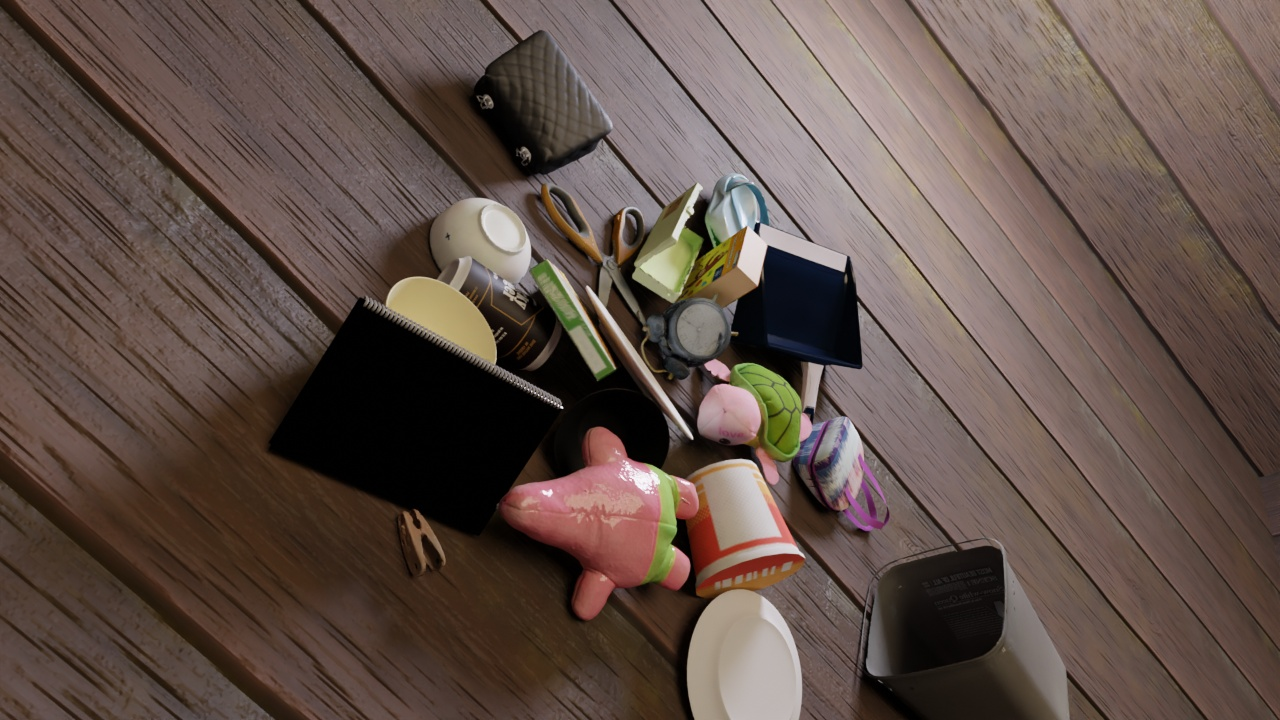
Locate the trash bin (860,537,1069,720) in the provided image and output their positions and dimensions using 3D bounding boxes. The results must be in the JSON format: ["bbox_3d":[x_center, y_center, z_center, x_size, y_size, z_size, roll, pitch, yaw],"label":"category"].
[{"bbox_3d":[0.433,0.388,1.194,0.220,0.198,0.196,50,37,-19],"label":"trash bin"}]

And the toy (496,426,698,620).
[{"bbox_3d":[-0.041,0.158,0.905,0.236,0.097,0.191,17,72,-40],"label":"toy"}]

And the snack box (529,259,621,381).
[{"bbox_3d":[-0.067,-0.041,0.997,0.132,0.027,0.168,58,1,0],"label":"snack box"}]

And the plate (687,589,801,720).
[{"bbox_3d":[0.123,0.344,0.996,0.188,0.016,0.188,18,63,-39],"label":"plate"}]

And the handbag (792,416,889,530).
[{"bbox_3d":[0.294,0.171,1.289,0.170,0.068,0.144,51,46,-19],"label":"handbag"}]

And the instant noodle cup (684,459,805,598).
[{"bbox_3d":[0.105,0.187,1.036,0.123,0.124,0.121,13,48,-41],"label":"instant noodle cup"}]

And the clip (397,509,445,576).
[{"bbox_3d":[-0.191,0.160,0.807,0.044,0.025,0.062,13,53,-42],"label":"clip"}]

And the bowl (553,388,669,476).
[{"bbox_3d":[-0.035,0.081,0.983,0.124,0.124,0.052,40,5,-21],"label":"bowl"}]

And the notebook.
[{"bbox_3d":[-0.189,0.054,0.801,0.206,0.149,0.016,31,6,-30],"label":"notebook"}]

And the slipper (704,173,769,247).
[{"bbox_3d":[0.149,-0.208,1.341,0.244,0.074,0.104,-62,133,-61],"label":"slipper"}]

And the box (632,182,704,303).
[{"bbox_3d":[0.050,-0.148,1.206,0.083,0.092,0.187,51,32,-18],"label":"box"}]

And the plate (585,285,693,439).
[{"bbox_3d":[-0.006,0.006,1.031,0.208,0.015,0.208,55,2,-3],"label":"plate"}]

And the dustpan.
[{"bbox_3d":[0.241,-0.039,1.335,0.236,0.080,0.273,11,93,-42],"label":"dustpan"}]

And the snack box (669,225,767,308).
[{"bbox_3d":[0.102,-0.109,1.215,0.040,0.126,0.088,40,42,-20],"label":"snack box"}]

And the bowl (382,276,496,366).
[{"bbox_3d":[-0.205,-0.009,0.860,0.118,0.074,0.117,32,38,-29],"label":"bowl"}]

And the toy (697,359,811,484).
[{"bbox_3d":[0.149,0.066,1.181,0.237,0.088,0.190,5,57,-53],"label":"toy"}]

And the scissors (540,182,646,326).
[{"bbox_3d":[-0.039,-0.141,1.175,0.225,0.016,0.224,57,39,-5],"label":"scissors"}]

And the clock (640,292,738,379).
[{"bbox_3d":[0.057,-0.030,1.159,0.129,0.052,0.090,-30,95,-17],"label":"clock"}]

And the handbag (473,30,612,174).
[{"bbox_3d":[-0.133,-0.310,1.155,0.124,0.115,0.153,-38,99,-28],"label":"handbag"}]

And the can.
[{"bbox_3d":[-0.151,-0.047,0.950,0.128,0.072,0.071,34,44,-27],"label":"can"}]

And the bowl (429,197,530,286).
[{"bbox_3d":[-0.165,-0.129,0.997,0.113,0.063,0.113,26,49,-34],"label":"bowl"}]
